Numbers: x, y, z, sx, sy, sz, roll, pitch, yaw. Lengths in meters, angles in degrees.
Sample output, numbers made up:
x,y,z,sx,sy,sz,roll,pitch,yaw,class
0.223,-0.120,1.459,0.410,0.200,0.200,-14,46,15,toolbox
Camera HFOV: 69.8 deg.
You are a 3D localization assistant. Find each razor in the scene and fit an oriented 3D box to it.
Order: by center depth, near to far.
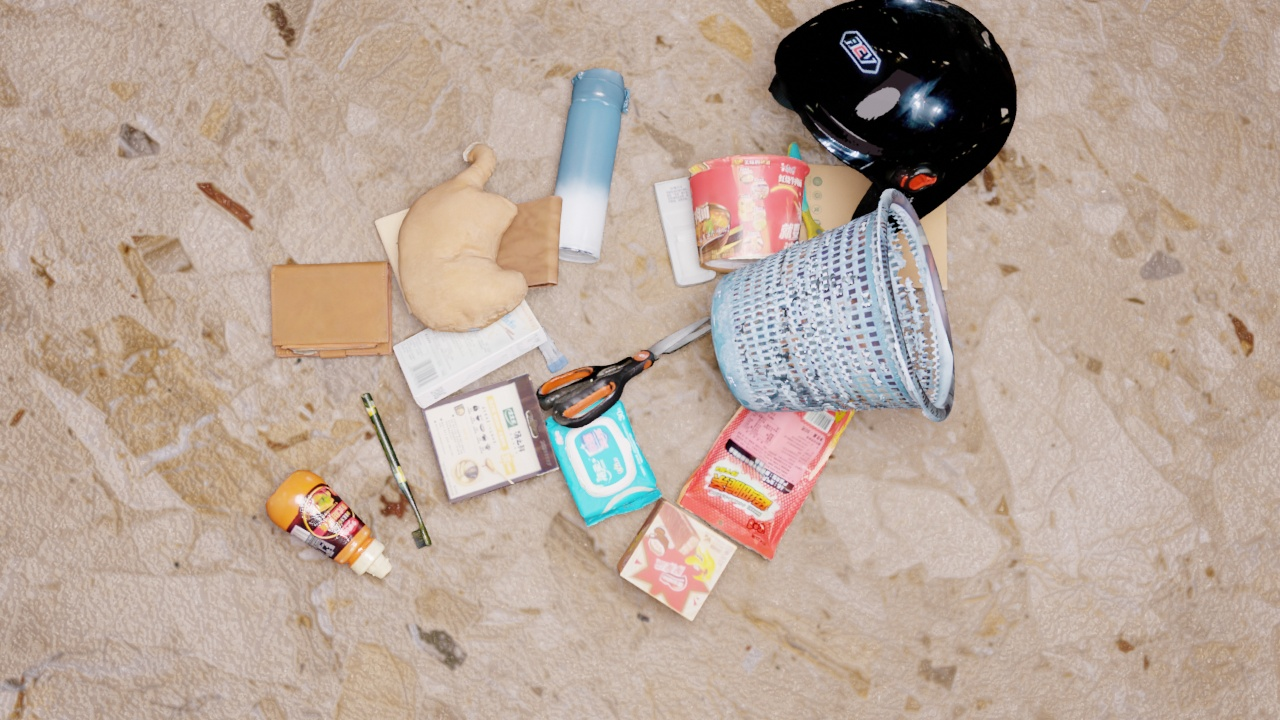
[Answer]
x,y,z,sx,sy,sz,roll,pitch,yaw,class
0.193,-0.189,1.062,0.043,0.028,0.132,-12,81,-28,razor

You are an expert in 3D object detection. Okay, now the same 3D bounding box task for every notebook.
x,y,z,sx,sy,sz,roll,pitch,yaw,class
0.256,-0.159,1.077,0.207,0.008,0.147,3,78,-1,notebook

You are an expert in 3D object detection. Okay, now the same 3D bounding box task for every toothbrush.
x,y,z,sx,sy,sz,roll,pitch,yaw,class
-0.276,0.123,1.026,0.017,0.012,0.186,-24,87,5,toothbrush

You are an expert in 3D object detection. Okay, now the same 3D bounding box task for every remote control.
x,y,z,sx,sy,sz,roll,pitch,yaw,class
0.052,-0.150,1.068,0.049,0.024,0.125,-13,85,-5,remote control

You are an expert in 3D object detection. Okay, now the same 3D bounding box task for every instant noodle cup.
x,y,z,sx,sy,sz,roll,pitch,yaw,class
0.121,-0.158,1.017,0.138,0.138,0.108,-1,87,-4,instant noodle cup

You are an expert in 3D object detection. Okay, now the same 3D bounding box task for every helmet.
x,y,z,sx,sy,sz,roll,pitch,yaw,class
0.265,-0.275,0.973,0.231,0.274,0.233,-37,66,28,helmet

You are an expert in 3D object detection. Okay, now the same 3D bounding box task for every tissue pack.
x,y,z,sx,sy,sz,roll,pitch,yaw,class
-0.043,0.111,1.023,0.093,0.050,0.133,-24,87,-7,tissue pack

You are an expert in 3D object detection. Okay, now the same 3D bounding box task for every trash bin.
x,y,z,sx,sy,sz,roll,pitch,yaw,class
0.186,-0.037,0.919,0.195,0.226,0.226,-12,84,30,trash bin

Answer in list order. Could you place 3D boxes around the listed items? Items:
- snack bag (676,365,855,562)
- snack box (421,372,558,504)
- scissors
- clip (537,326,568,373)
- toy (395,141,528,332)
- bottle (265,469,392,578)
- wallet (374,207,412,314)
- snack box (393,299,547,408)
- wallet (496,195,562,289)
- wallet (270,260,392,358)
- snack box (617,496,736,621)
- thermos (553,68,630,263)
x,y,z,sx,sy,sz,roll,pitch,yaw,class
0.146,0.106,1.033,0.128,0.073,0.208,32,88,2,snack bag
-0.165,0.086,1.016,0.125,0.053,0.113,-17,85,-5,snack box
-0.018,-0.001,1.039,0.233,0.161,0.022,-45,130,-36,scissors
-0.105,-0.014,1.047,0.024,0.026,0.056,-30,97,-5,clip
-0.201,-0.139,1.002,0.143,0.082,0.225,-9,75,1,toy
-0.331,0.185,0.995,0.149,0.067,0.066,41,83,-6,bottle
-0.242,-0.120,1.046,0.087,0.024,0.115,-21,85,-7,wallet
-0.190,-0.018,1.017,0.156,0.027,0.084,-29,53,-6,snack box
-0.138,-0.126,1.022,0.115,0.020,0.101,-5,76,29,wallet
-0.344,-0.056,1.027,0.132,0.031,0.108,-2,88,1,wallet
0.038,0.215,1.005,0.093,0.077,0.094,33,84,0,snack box
-0.060,-0.223,1.047,0.070,0.070,0.220,10,84,-3,thermos
